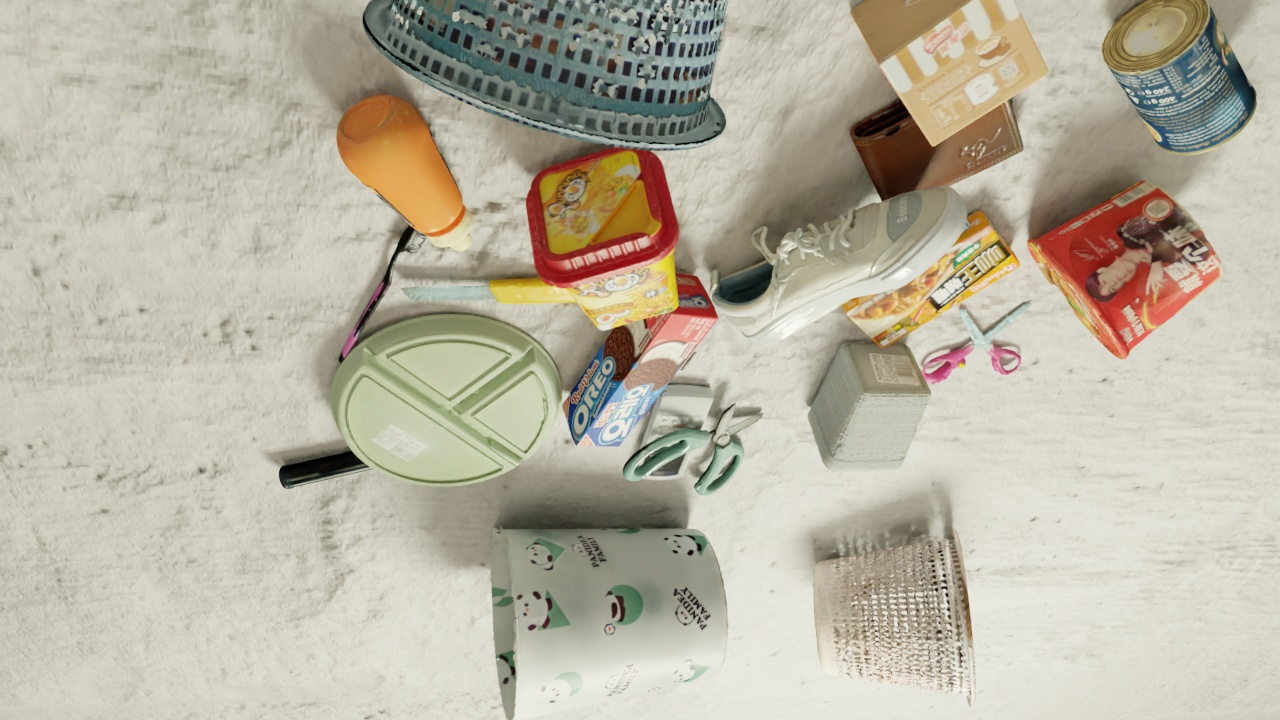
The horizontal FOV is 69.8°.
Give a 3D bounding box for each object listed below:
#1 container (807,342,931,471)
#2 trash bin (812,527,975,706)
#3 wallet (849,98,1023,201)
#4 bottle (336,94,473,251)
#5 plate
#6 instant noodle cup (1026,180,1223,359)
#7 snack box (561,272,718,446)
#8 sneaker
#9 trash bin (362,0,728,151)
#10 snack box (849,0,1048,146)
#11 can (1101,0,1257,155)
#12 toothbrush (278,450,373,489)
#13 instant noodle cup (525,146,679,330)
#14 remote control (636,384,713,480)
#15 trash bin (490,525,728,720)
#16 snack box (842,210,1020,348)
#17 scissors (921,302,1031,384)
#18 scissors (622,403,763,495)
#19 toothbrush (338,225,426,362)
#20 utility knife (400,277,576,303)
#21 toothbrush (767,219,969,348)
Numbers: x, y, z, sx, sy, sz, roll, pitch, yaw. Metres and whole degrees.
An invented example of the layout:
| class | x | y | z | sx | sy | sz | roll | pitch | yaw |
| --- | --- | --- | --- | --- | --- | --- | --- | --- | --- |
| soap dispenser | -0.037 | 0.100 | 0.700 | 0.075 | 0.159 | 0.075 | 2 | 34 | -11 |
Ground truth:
| class | x | y | z | sx | sy | sz | roll | pitch | yaw |
| --- | --- | --- | --- | --- | --- | --- | --- | --- | --- |
| container | 0.240 | 0.046 | 0.963 | 0.090 | 0.090 | 0.114 | 0 | 134 | -11 |
| trash bin | 0.335 | 0.342 | 1.228 | 0.192 | 0.226 | 0.228 | -5 | 139 | 14 |
| wallet | 0.247 | -0.180 | 0.759 | 0.125 | 0.032 | 0.101 | -26 | 138 | 20 |
| bottle | -0.173 | -0.136 | 0.717 | 0.067 | 0.066 | 0.149 | -18 | 144 | 10 |
| plate | -0.191 | 0.049 | 0.920 | 0.230 | 0.027 | 0.231 | -7 | 132 | -8 |
| instant noodle cup | 0.436 | -0.086 | 0.823 | 0.109 | 0.137 | 0.138 | -37 | 131 | 17 |
| snack box | -0.005 | 0.005 | 0.888 | 0.058 | 0.057 | 0.208 | 3 | 139 | -34 |
| sneaker | 0.156 | -0.094 | 0.788 | 0.090 | 0.089 | 0.243 | 35 | 138 | -24 |
| trash bin | -0.026 | -0.255 | 0.517 | 0.226 | 0.226 | 0.195 | 9 | 122 | -19 |
| snack box | 0.222 | -0.231 | 0.664 | 0.093 | 0.077 | 0.094 | -32 | 134 | 23 |
| can | 0.416 | -0.221 | 0.708 | 0.075 | 0.075 | 0.111 | -37 | 130 | 28 |
| toothbrush | -0.279 | 0.104 | 0.982 | 0.212 | 0.026 | 0.027 | -12 | 120 | 1 |
| instant noodle cup | -0.022 | -0.094 | 0.756 | 0.116 | 0.116 | 0.124 | -16 | 149 | 7 |
| remote control | 0.035 | 0.083 | 1.015 | 0.058 | 0.021 | 0.150 | 3 | 136 | -13 |
| trash bin | -0.043 | 0.305 | 1.107 | 0.251 | 0.229 | 0.230 | -1 | 137 | -15 |
| snack box | 0.276 | -0.075 | 0.881 | 0.154 | 0.026 | 0.075 | -34 | 133 | 25 |
| scissors | 0.362 | -0.014 | 0.971 | 0.136 | 0.017 | 0.134 | 27 | 124 | -29 |
| scissors | 0.059 | 0.113 | 1.028 | 0.174 | 0.019 | 0.170 | -21 | 144 | -14 |
| toothbrush | -0.234 | -0.056 | 0.825 | 0.017 | 0.014 | 0.190 | 9 | 137 | -36 |
| utility knife | -0.100 | -0.066 | 0.834 | 0.230 | 0.015 | 0.033 | -2 | 138 | -10 |
| toothbrush | 0.205 | -0.076 | 0.868 | 0.221 | 0.026 | 0.026 | -32 | 91 | 23 |
